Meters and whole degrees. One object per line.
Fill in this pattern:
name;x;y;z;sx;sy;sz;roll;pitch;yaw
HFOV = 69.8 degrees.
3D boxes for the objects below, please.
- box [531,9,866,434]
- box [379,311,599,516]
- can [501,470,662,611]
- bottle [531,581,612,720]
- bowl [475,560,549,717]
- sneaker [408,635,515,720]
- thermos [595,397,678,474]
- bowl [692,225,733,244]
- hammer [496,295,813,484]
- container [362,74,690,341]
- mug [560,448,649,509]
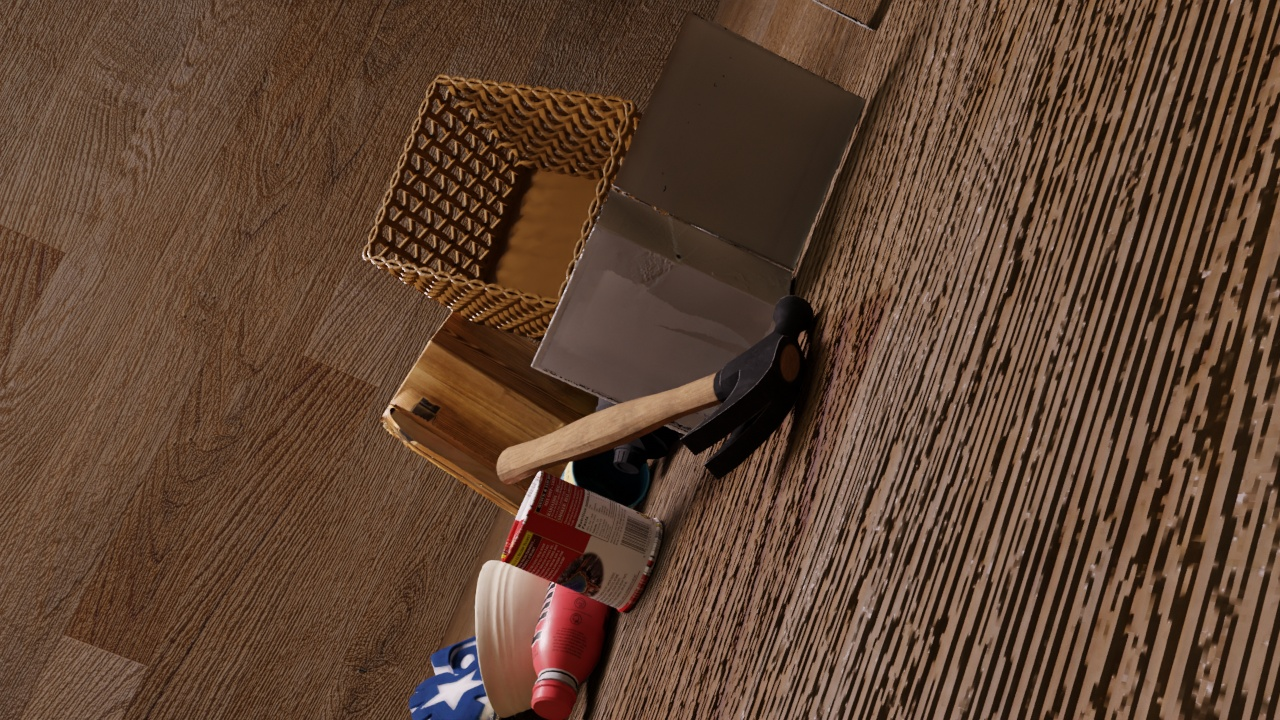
box;0.078;-0.165;0.718;0.119;0.166;0.479;-87;22;-71
box;-0.160;0.081;1.138;0.168;0.279;0.245;-54;10;9
can;-0.051;0.158;0.803;0.086;0.116;0.086;-157;92;-82
bottle;-0.061;0.238;0.832;0.176;0.062;0.062;-75;12;-50
bowl;-0.105;0.268;0.903;0.150;0.075;0.150;-6;-92;-86
sneaker;-0.171;0.385;0.985;0.269;0.103;0.132;159;92;-82
thermos;0.013;0.013;0.922;0.086;0.086;0.198;129;163;-61
bowl;0.101;-0.171;1.018;0.105;0.054;0.105;-159;91;-81
hammer;-0.010;0.050;0.697;0.306;0.040;0.132;-23;29;40
container;-0.109;-0.149;1.010;0.214;0.252;0.219;36;-109;-63
mug;-0.035;0.129;0.969;0.113;0.083;0.107;-44;-10;-35
